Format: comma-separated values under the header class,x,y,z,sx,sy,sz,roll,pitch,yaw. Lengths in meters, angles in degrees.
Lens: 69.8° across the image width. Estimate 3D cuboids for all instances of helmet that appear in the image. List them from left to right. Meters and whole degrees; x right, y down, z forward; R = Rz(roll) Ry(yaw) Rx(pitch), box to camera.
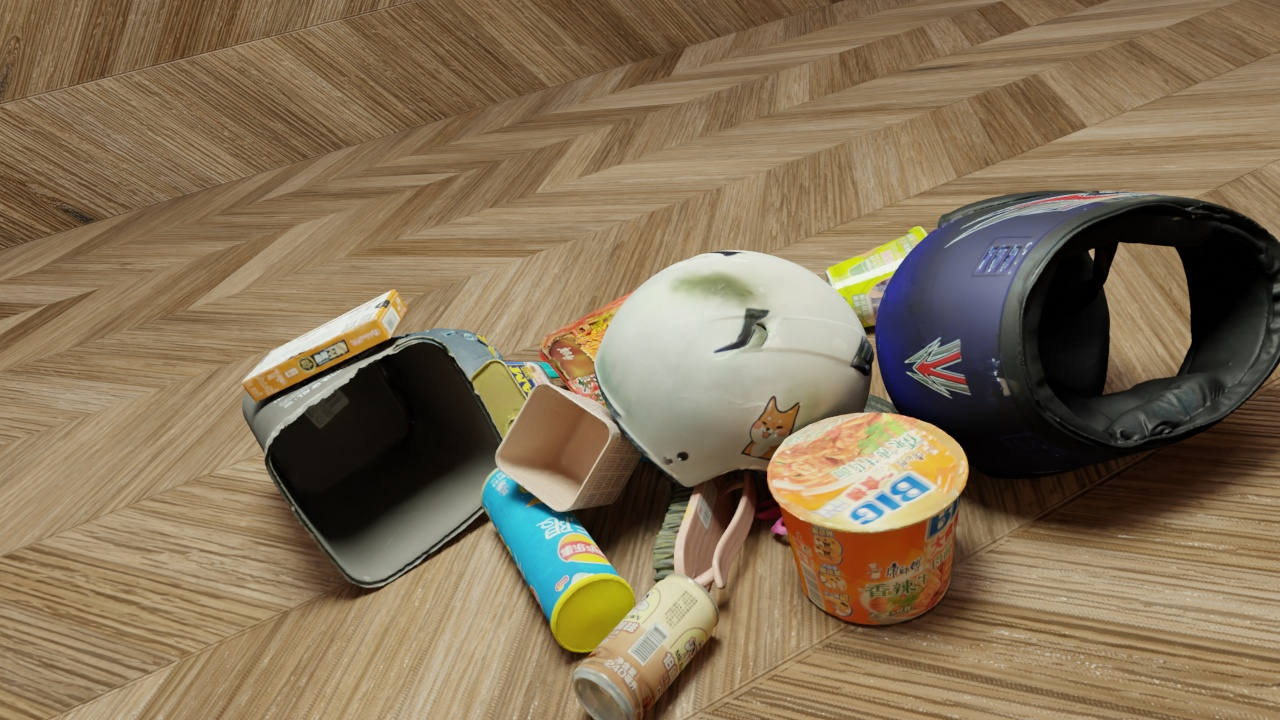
class,x,y,z,sx,sy,sz,roll,pitch,yaw
helmet,0.100,-0.015,0.833,0.273,0.157,0.229,-3,45,-20
helmet,0.363,-0.029,0.819,0.315,0.247,0.241,-13,5,-16

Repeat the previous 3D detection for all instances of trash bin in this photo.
class,x,y,z,sx,sy,sz,roll,pitch,yaw
trash bin,-0.283,0.075,0.930,0.198,0.199,0.220,-37,30,-23

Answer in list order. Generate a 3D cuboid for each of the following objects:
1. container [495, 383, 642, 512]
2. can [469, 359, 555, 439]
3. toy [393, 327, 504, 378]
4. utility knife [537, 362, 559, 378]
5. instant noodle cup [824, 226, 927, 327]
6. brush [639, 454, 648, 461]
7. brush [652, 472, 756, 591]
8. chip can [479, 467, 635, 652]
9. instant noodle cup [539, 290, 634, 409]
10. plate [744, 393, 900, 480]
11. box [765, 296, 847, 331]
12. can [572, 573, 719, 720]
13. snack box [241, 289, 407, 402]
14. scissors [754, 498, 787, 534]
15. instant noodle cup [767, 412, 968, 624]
class,x,y,z,sx,sy,sz,roll,pitch,yaw
container,-0.056,0.081,0.844,0.090,0.090,0.110,32,5,23
can,-0.125,0.048,0.992,0.057,0.102,0.083,-41,-15,19
toy,-0.235,0.024,1.110,0.137,0.091,0.357,-38,39,-22
utility knife,-0.108,0.011,1.102,0.181,0.013,0.029,-5,48,-47
instant noodle cup,0.291,-0.091,1.107,0.123,0.112,0.111,-16,27,8
brush,0.033,0.035,1.048,0.083,0.046,0.253,2,35,19
brush,0.057,0.148,0.794,0.073,0.063,0.145,-12,27,24
chip can,-0.080,0.164,0.810,0.071,0.071,0.210,-22,29,-18
instant noodle cup,-0.006,0.006,0.999,0.164,0.079,0.189,-27,40,-16
plate,0.177,0.080,0.910,0.179,0.024,0.179,-9,27,4
box,0.165,-0.016,1.031,0.183,0.090,0.061,-27,30,-31
can,0.005,0.218,0.690,0.059,0.058,0.116,12,36,37
snack box,-0.301,-0.015,0.879,0.154,0.026,0.075,-25,22,11
scissors,0.165,0.125,0.850,0.137,0.017,0.074,-22,20,-27
instant noodle cup,0.182,0.127,0.729,0.151,0.111,0.151,-10,28,5
